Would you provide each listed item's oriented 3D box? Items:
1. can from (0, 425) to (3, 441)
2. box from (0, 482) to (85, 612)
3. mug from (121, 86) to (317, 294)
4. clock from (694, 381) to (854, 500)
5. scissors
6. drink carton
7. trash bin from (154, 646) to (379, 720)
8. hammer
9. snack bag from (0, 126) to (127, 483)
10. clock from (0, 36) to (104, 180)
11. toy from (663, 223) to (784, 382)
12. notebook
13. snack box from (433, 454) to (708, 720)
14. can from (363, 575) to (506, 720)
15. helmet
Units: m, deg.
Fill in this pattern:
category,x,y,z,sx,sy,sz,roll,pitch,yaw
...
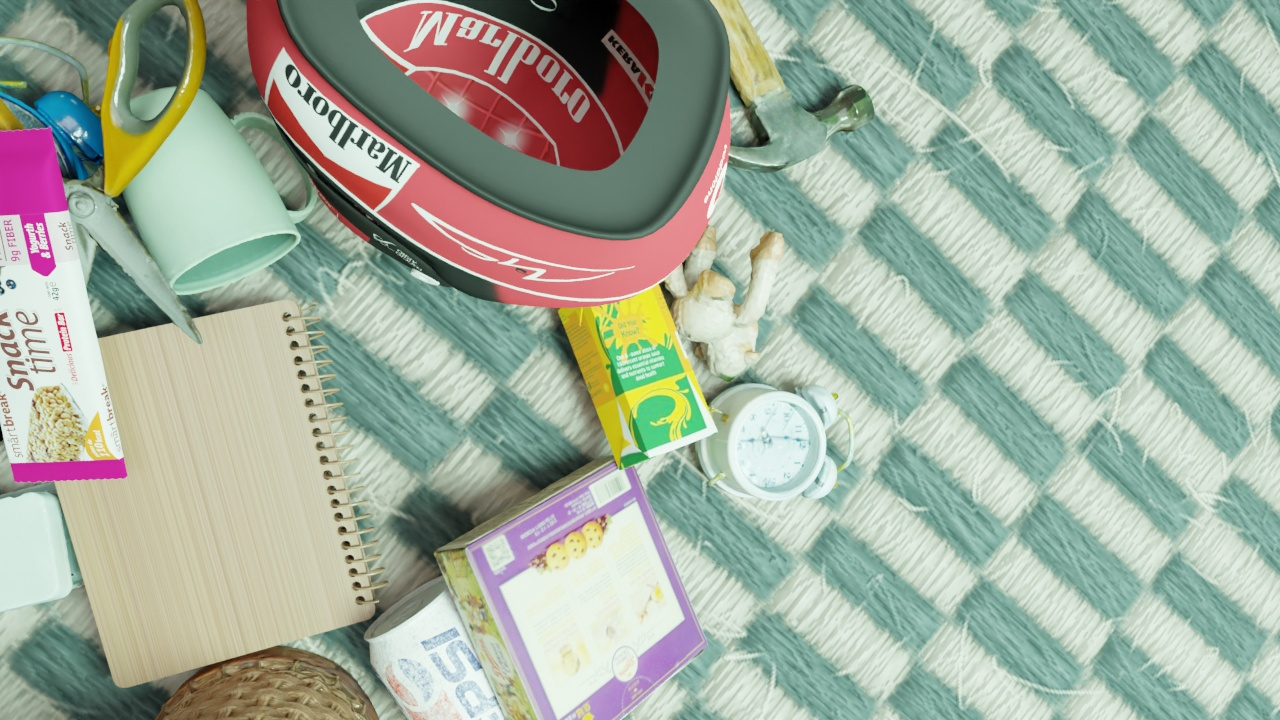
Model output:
category,x,y,z,sx,sy,sz,roll,pitch,yaw
can,-0.401,0.023,0.501,0.072,0.129,0.072,0,91,-12
box,-0.439,0.128,0.535,0.198,0.070,0.085,-15,113,-10
mug,-0.257,-0.109,0.562,0.111,0.084,0.104,-28,92,-38
clock,0.098,0.057,0.645,0.117,0.057,0.083,-1,91,-19
scissors,-0.316,-0.107,0.499,0.226,0.016,0.225,21,101,-3
drink carton,-0.004,0.004,0.610,0.058,0.041,0.122,-17,83,-35
trash bin,-0.223,0.263,0.501,0.151,0.210,0.151,0,90,-11
hammer,0.033,-0.284,0.639,0.132,0.033,0.330,-30,96,-9
snack bag,-0.335,-0.025,0.504,0.070,0.016,0.197,-2,106,5
clock,-0.379,-0.113,0.540,0.116,0.060,0.161,19,86,-11
toy,0.061,-0.034,0.628,0.074,0.085,0.106,-33,121,-39
notebook,-0.263,0.079,0.571,0.169,0.022,0.210,-13,97,-12
snack box,-0.038,0.154,0.588,0.143,0.041,0.148,-25,94,-43
can,-0.112,0.213,0.591,0.078,0.078,0.136,-33,97,-10
helmet,-0.083,-0.139,0.514,0.270,0.225,0.197,25,79,-23
